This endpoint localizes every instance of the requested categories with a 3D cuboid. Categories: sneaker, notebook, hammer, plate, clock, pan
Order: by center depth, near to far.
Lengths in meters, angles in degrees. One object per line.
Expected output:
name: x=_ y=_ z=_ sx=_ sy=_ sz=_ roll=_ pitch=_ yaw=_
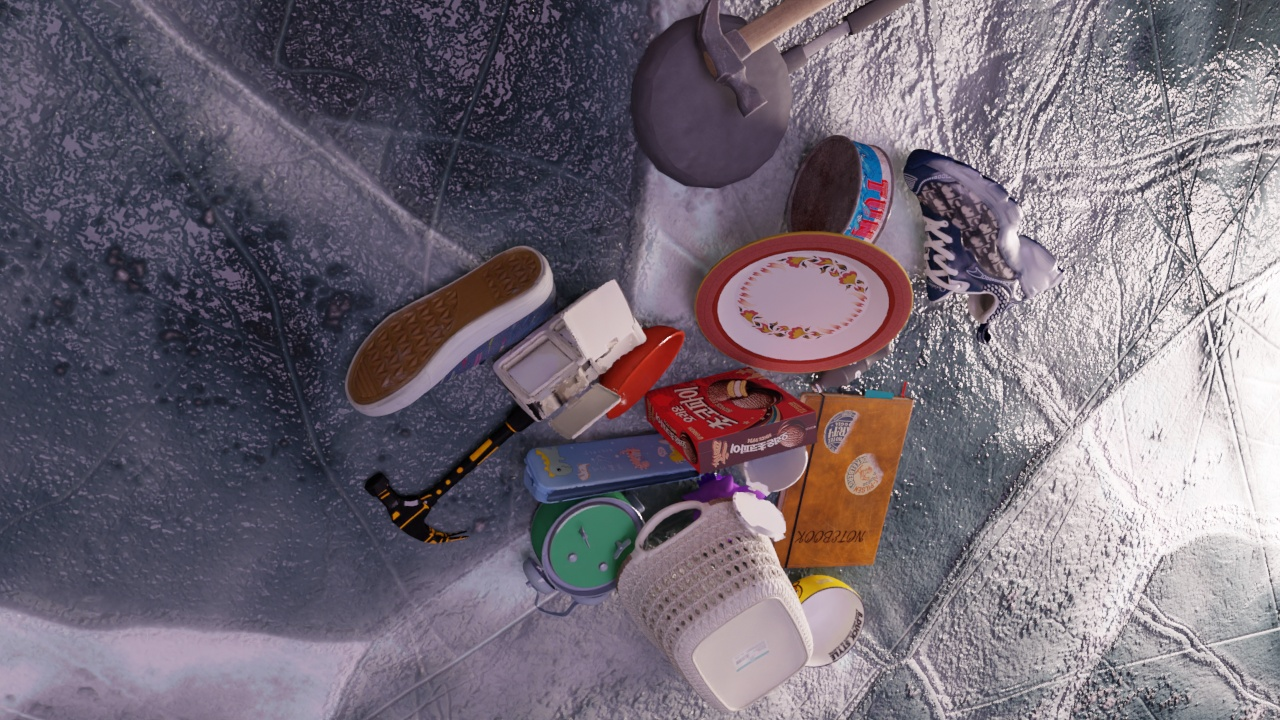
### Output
sneaker: x=-0.184 y=-0.022 z=0.917 sx=0.235 sy=0.087 sz=0.079 roll=-36 pitch=150 yaw=-4
hammer: x=0.193 y=-0.377 z=0.926 sx=0.330 sy=0.031 sz=0.119 roll=-37 pitch=96 yaw=-15
pan: x=0.155 y=-0.311 z=0.956 sx=0.357 sy=0.041 sz=0.179 roll=-32 pitch=116 yaw=-8
hammer: x=-0.136 y=0.073 z=0.981 sx=0.320 sy=0.036 sz=0.123 roll=-41 pitch=119 yaw=-2
plate: x=0.174 y=-0.062 z=0.991 sx=0.230 sy=0.021 sz=0.230 roll=3 pitch=143 yaw=2
clock: x=-0.066 y=0.217 z=1.031 sx=0.121 sy=0.075 sz=0.162 roll=23 pitch=98 yaw=-27
sneaker: x=0.377 y=-0.130 z=1.078 sx=0.269 sy=0.103 sz=0.132 roll=38 pitch=98 yaw=-30
notebook: x=0.247 y=0.147 z=1.161 sx=0.178 sy=0.014 sz=0.249 roll=3 pitch=106 yaw=-22

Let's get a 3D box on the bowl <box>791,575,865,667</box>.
bowl: x=0.222 y=0.327 z=1.182 sx=0.117 sy=0.067 sz=0.117 roll=-6 pitch=109 yaw=-19

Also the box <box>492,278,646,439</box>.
box: x=-0.067 y=-0.014 z=0.894 sx=0.145 sy=0.186 sz=0.095 roll=-40 pitch=110 yaw=-13

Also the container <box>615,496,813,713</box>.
container: x=0.092 y=0.282 z=1.039 sx=0.184 sy=0.143 sz=0.246 roll=-33 pitch=134 yaw=-4

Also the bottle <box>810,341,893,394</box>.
bottle: x=0.252 y=0.004 z=1.102 sx=0.110 sy=0.036 sz=0.036 roll=-34 pitch=116 yaw=-7

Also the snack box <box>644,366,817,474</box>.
snack box: x=0.094 y=0.060 z=0.996 sx=0.132 sy=0.152 sz=0.036 roll=-13 pitch=111 yaw=-17

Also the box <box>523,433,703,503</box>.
box: x=-0.024 y=0.111 z=1.003 sx=0.209 sy=0.066 sz=0.049 roll=-6 pitch=115 yaw=-27

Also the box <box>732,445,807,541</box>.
box: x=0.140 y=0.121 z=1.032 sx=0.084 sy=0.162 sz=0.112 roll=32 pitch=100 yaw=-20

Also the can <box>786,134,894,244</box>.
can: x=0.210 y=-0.170 z=0.975 sx=0.044 sy=0.130 sz=0.130 roll=9 pitch=104 yaw=-24

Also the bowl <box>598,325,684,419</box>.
bowl: x=-0.006 y=0.006 z=0.977 sx=0.035 sy=0.122 sz=0.122 roll=41 pitch=90 yaw=13

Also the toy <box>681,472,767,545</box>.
toy: x=0.101 y=0.169 z=1.090 sx=0.106 sy=0.055 sz=0.088 roll=-29 pitch=127 yaw=29
